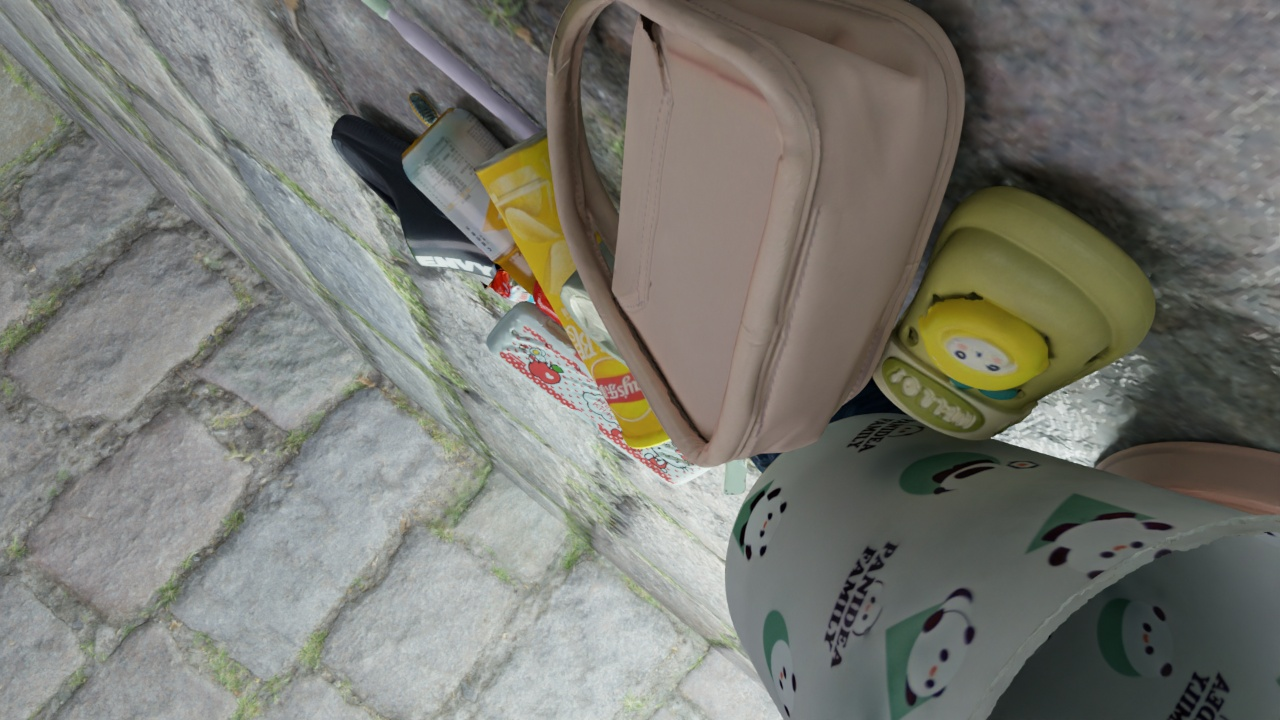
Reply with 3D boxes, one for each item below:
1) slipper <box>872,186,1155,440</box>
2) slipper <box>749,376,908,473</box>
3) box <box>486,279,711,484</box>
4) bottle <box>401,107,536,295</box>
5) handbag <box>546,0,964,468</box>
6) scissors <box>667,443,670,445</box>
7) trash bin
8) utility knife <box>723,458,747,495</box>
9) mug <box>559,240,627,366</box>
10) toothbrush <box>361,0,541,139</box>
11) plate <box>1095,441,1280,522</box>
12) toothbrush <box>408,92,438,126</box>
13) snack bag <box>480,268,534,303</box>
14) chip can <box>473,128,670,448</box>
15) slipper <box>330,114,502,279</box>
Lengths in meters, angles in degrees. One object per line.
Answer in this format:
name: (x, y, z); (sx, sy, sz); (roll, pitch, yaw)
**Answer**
slipper: (0.153, 0.000, 0.417); (0.091, 0.081, 0.191); (34, 165, 12)
slipper: (0.153, 0.079, 0.608); (0.253, 0.105, 0.095); (51, -172, -16)
box: (-0.006, 0.008, 0.691); (0.201, 0.060, 0.161); (38, 123, -10)
bottle: (-0.095, -0.105, 0.703); (0.189, 0.068, 0.068); (45, 163, -19)
handbag: (0.017, -0.087, 0.419); (0.234, 0.093, 0.194); (46, 143, 37)
scissors: (-0.014, -0.001, 0.802); (0.162, 0.012, 0.176); (49, 150, 35)
trash bin: (0.167, 0.140, 0.433); (0.229, 0.229, 0.252); (45, 178, -18)
utility knife: (0.069, 0.026, 0.639); (0.034, 0.018, 0.192); (16, 129, 21)
mug: (0.030, -0.042, 0.532); (0.124, 0.103, 0.084); (35, 163, 19)
toothbrush: (-0.137, -0.211, 0.613); (0.189, 0.021, 0.029); (41, -158, -9)
plate: (0.327, 0.123, 0.446); (0.229, 0.028, 0.230); (36, 163, 13)
toothbrush: (-0.121, -0.137, 0.736); (0.191, 0.016, 0.018); (51, 180, -12)
snack bag: (-0.083, -0.056, 0.778); (0.105, 0.026, 0.045); (17, 158, -18)
chip can: (-0.026, -0.048, 0.604); (0.213, 0.072, 0.072); (62, 158, -16)
slipper: (-0.187, -0.124, 0.826); (0.268, 0.083, 0.111); (32, 164, 15)
